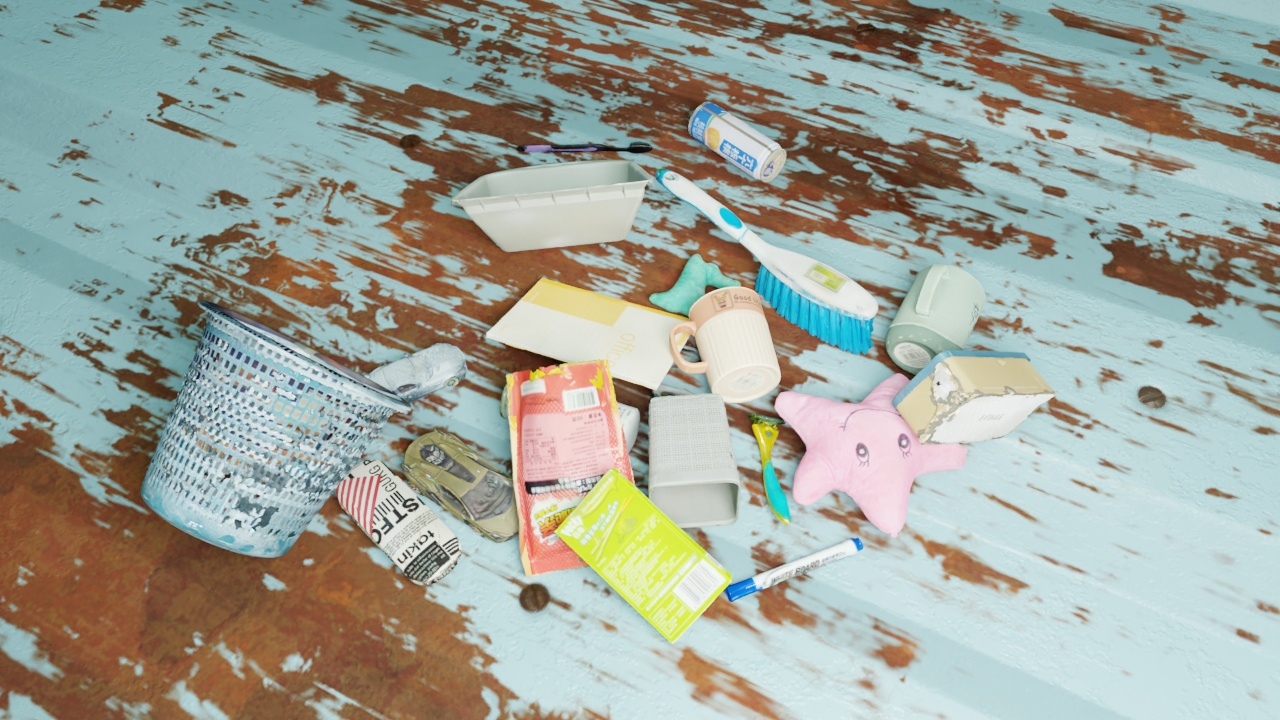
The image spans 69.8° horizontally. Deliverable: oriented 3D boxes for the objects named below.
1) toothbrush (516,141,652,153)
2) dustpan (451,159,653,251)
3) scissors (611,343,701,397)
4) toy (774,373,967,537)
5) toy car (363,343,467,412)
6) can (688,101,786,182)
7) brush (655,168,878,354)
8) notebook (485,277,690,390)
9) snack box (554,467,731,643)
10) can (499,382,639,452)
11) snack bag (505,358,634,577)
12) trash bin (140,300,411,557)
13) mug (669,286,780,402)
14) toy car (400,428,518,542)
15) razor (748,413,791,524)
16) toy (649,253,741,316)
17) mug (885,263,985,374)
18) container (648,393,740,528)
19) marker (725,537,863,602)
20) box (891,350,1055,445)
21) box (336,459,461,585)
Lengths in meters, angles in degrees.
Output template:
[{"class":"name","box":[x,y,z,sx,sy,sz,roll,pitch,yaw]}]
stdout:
[{"class":"toothbrush","box":[-0.078,-0.295,1.270,0.189,0.014,0.016,0,48,4]},{"class":"dustpan","box":[-0.104,-0.223,1.115,0.222,0.258,0.142,-6,79,-2]},{"class":"scissors","box":[-0.003,0.013,1.033,0.178,0.014,0.159,40,53,24]},{"class":"toy","box":[0.244,0.098,0.946,0.194,0.075,0.178,-6,61,-9]},{"class":"toy car","box":[-0.259,0.017,1.051,0.120,0.037,0.054,-23,57,-16]},{"class":"can","box":[0.130,-0.294,1.233,0.053,0.053,0.134,-39,62,-22]},{"class":"brush","box":[0.145,-0.122,1.081,0.314,0.110,0.060,33,65,22]},{"class":"notebook","box":[-0.053,-0.036,1.063,0.206,0.010,0.145,17,37,14]},{"class":"snack box","box":[0.002,0.185,0.879,0.156,0.026,0.086,41,94,7]},{"class":"can","box":[-0.076,0.059,0.998,0.147,0.058,0.058,17,58,14]},{"class":"snack bag","box":[-0.070,0.106,0.929,0.128,0.073,0.207,-10,84,0]},{"class":"trash bin","box":[-0.375,0.077,0.911,0.227,0.226,0.195,26,84,19]},{"class":"mug","box":[0.091,-0.015,1.024,0.114,0.082,0.105,-5,57,-10]},{"class":"toy car","box":[-0.181,0.130,0.966,0.158,0.042,0.070,30,62,18]},{"class":"razor","box":[0.140,0.115,0.966,0.043,0.028,0.132,15,48,-25]},{"class":"toy","box":[0.070,-0.090,1.111,0.096,0.030,0.091,20,61,10]},{"class":"mug","box":[0.326,-0.051,1.021,0.082,0.112,0.106,18,59,31]},{"class":"container","box":[0.051,0.101,0.946,0.090,0.090,0.114,-3,52,0]},{"class":"marker","box":[0.153,0.207,0.910,0.145,0.017,0.017,-18,57,-10]},{"class":"box","box":[0.345,0.038,0.938,0.184,0.090,0.060,1,49,-43]},{"class":"box","box":[-0.251,0.162,0.940,0.164,0.055,0.070,35,83,23]}]
